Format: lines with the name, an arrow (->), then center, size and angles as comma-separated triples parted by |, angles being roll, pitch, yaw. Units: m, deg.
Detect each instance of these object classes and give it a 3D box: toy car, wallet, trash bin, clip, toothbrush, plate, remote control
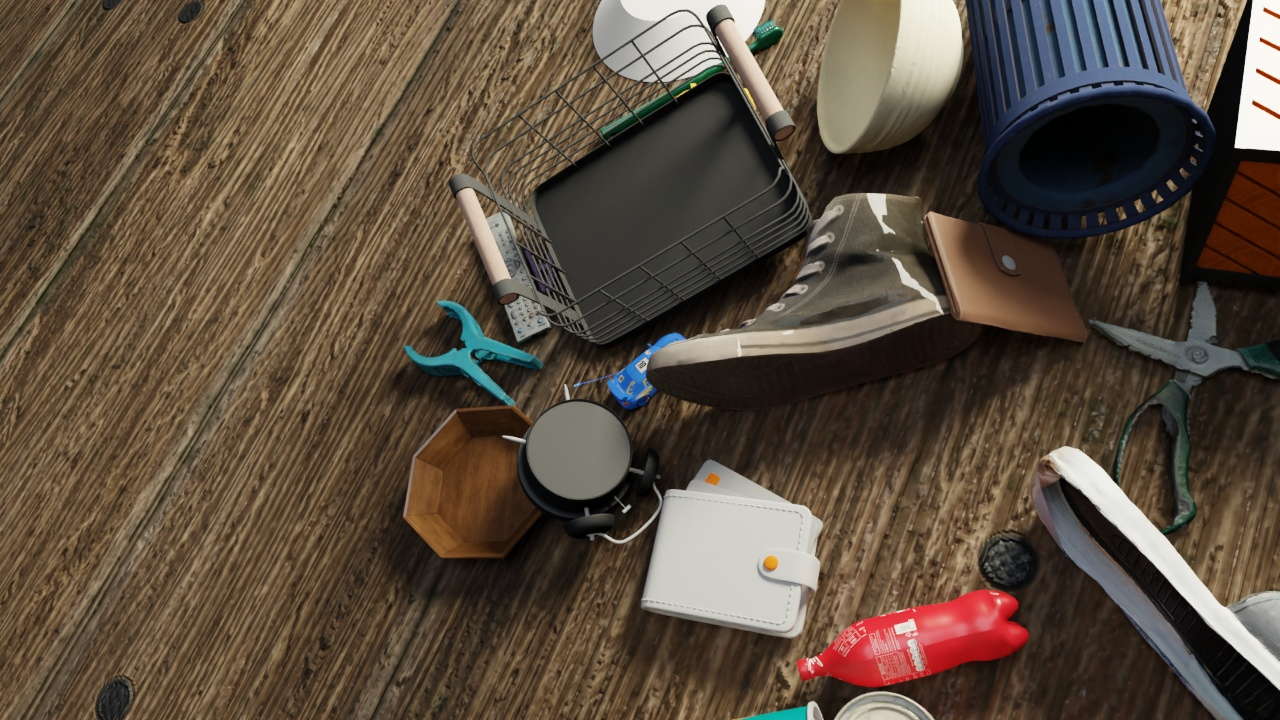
toy car -> -0.004, 0.004, 0.712 | 0.092, 0.062, 0.033 | -39, 60, -2
wallet -> 0.067, 0.127, 0.645 | 0.119, 0.037, 0.115 | 4, 67, 24
trash bin -> 0.455, -0.132, 0.568 | 0.172, 0.140, 0.139 | 11, 66, 23
clip -> -0.157, 0.008, 0.784 | 0.120, 0.030, 0.130 | -39, 59, -7
toothbrush -> 0.045, -0.257, 0.844 | 0.190, 0.016, 0.017 | -30, 62, 3
plate -> -0.124, 0.098, 0.729 | 0.131, 0.025, 0.131 | -8, 64, 15
clip -> -0.083, -0.082, 0.808 | 0.029, 0.013, 0.050 | -20, 64, 10
wallet -> 0.255, -0.058, 0.637 | 0.120, 0.013, 0.087 | 7, 60, -25
trash bin -> 0.306, -0.229, 0.662 | 0.139, 0.139, 0.249 | -4, 58, 17
plate -> 0.030, -0.349, 0.880 | 0.174, 0.036, 0.173 | -8, 64, 15
remote control -> -0.113, -0.076, 0.814 | 0.033, 0.013, 0.136 | -26, 60, 6

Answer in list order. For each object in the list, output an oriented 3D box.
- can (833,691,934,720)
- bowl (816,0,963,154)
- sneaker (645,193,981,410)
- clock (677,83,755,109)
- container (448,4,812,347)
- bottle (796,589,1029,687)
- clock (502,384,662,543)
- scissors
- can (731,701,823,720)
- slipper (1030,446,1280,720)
can -> 0.148, 0.234, 0.543 | 0.067, 0.076, 0.067 | -7, 64, 15
bowl -> 0.202, -0.233, 0.720 | 0.075, 0.151, 0.150 | 6, 64, -12
sneaker -> 0.113, -0.042, 0.677 | 0.235, 0.095, 0.119 | -18, 59, 13
clock -> 0.056, -0.192, 0.797 | 0.099, 0.044, 0.129 | 8, 62, 22
container -> -0.001, -0.134, 0.704 | 0.242, 0.130, 0.162 | -29, 71, 14
bottle -> 0.169, 0.180, 0.581 | 0.142, 0.042, 0.041 | -18, 61, 10
clock -> -0.038, 0.081, 0.683 | 0.091, 0.043, 0.120 | -40, 77, -22
scissors -> 0.381, 0.037, 0.592 | 0.202, 0.015, 0.205 | 22, 75, 27
can -> 0.045, 0.269, 0.549 | 0.144, 0.099, 0.099 | -15, 62, 12
slipper -> 0.329, 0.148, 0.509 | 0.063, 0.111, 0.263 | -33, 55, -6
